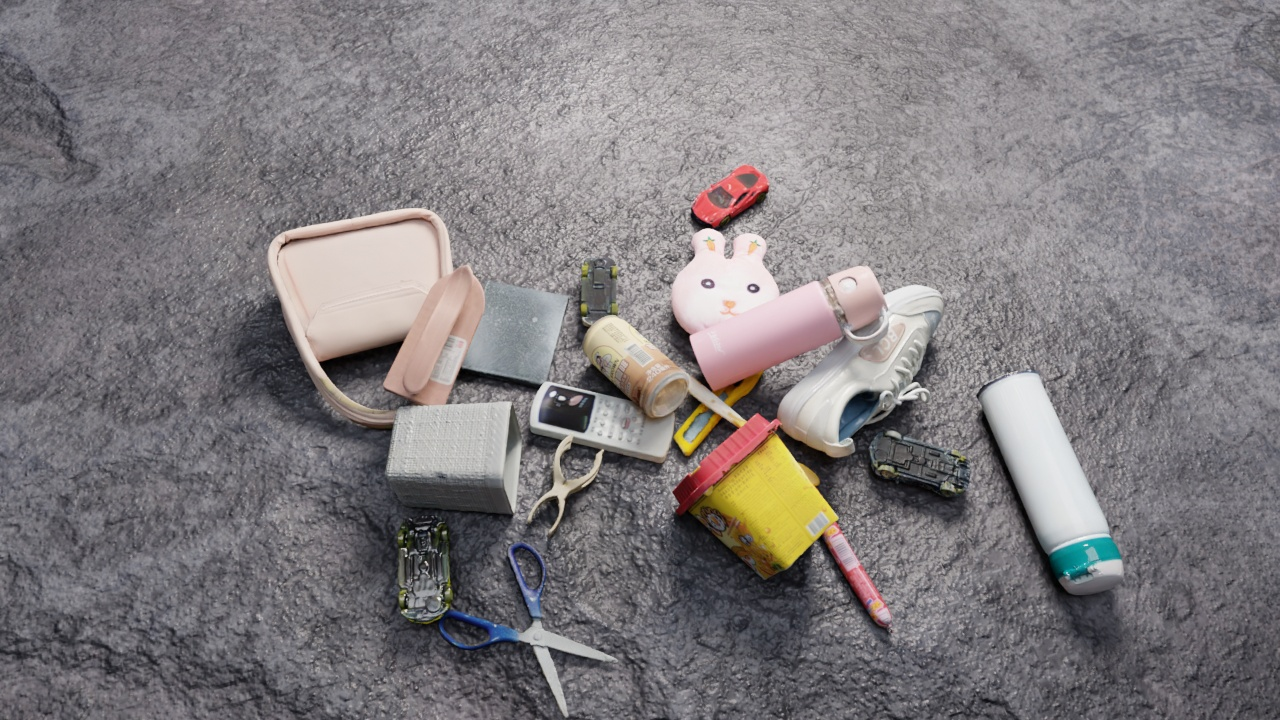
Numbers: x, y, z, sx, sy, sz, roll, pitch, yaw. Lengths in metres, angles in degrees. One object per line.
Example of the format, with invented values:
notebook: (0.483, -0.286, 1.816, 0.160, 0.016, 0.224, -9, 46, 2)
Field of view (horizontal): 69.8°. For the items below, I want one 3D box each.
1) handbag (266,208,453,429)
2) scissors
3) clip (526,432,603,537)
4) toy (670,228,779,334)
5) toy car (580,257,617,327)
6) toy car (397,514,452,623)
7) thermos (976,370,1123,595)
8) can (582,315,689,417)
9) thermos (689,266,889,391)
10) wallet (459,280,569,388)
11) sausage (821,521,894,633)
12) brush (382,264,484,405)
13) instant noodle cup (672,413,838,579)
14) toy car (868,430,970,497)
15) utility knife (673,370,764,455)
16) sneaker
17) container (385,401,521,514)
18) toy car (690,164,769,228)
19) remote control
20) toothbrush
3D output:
handbag: (-0.282, -0.039, 0.984, 0.193, 0.093, 0.234, -16, 69, -12)
scissors: (-0.107, 0.247, 0.852, 0.175, 0.012, 0.162, 0, 59, -4)
clip: (-0.063, 0.128, 0.914, 0.084, 0.035, 0.104, 12, 68, -4)
toy: (0.096, -0.089, 1.041, 0.121, 0.054, 0.159, 4, 55, 0)
toy car: (-0.046, -0.074, 1.033, 0.042, 0.035, 0.090, 0, 60, -1)
toy car: (-0.203, 0.197, 0.864, 0.048, 0.032, 0.105, -6, 57, -7)
thermos: (0.414, 0.122, 0.925, 0.073, 0.073, 0.224, -8, 60, -8)
can: (-0.006, 0.006, 0.963, 0.058, 0.059, 0.116, -34, 54, -21)
thermos: (0.156, -0.027, 0.948, 0.199, 0.067, 0.087, -22, 59, 10)
wallet: (-0.138, -0.030, 1.014, 0.097, 0.019, 0.120, 11, 61, 2)
sausage: (0.202, 0.195, 0.895, 0.020, 0.020, 0.155, -21, 62, -15)
brush: (-0.200, -0.026, 0.923, 0.063, 0.073, 0.145, 23, 74, -3)
instant noodle cup: (0.112, 0.135, 0.880, 0.115, 0.116, 0.123, -39, 80, -22)
toy car: (0.285, 0.108, 0.944, 0.105, 0.031, 0.048, 18, 59, 6)
utility knife: (0.088, 0.043, 0.982, 0.033, 0.015, 0.153, 33, 63, 18)
sneaker: (0.256, 0.010, 0.962, 0.241, 0.089, 0.091, -40, 49, -19)
container: (-0.181, 0.095, 0.897, 0.114, 0.090, 0.090, 1, 59, 1)
toy car: (0.109, -0.201, 1.121, 0.106, 0.031, 0.049, -36, 66, -19)
remote control: (-0.040, 0.063, 0.960, 0.150, 0.021, 0.058, 13, 59, 4)
toothbrush: (0.107, 0.070, 0.956, 0.191, 0.018, 0.016, 38, 68, 12)
